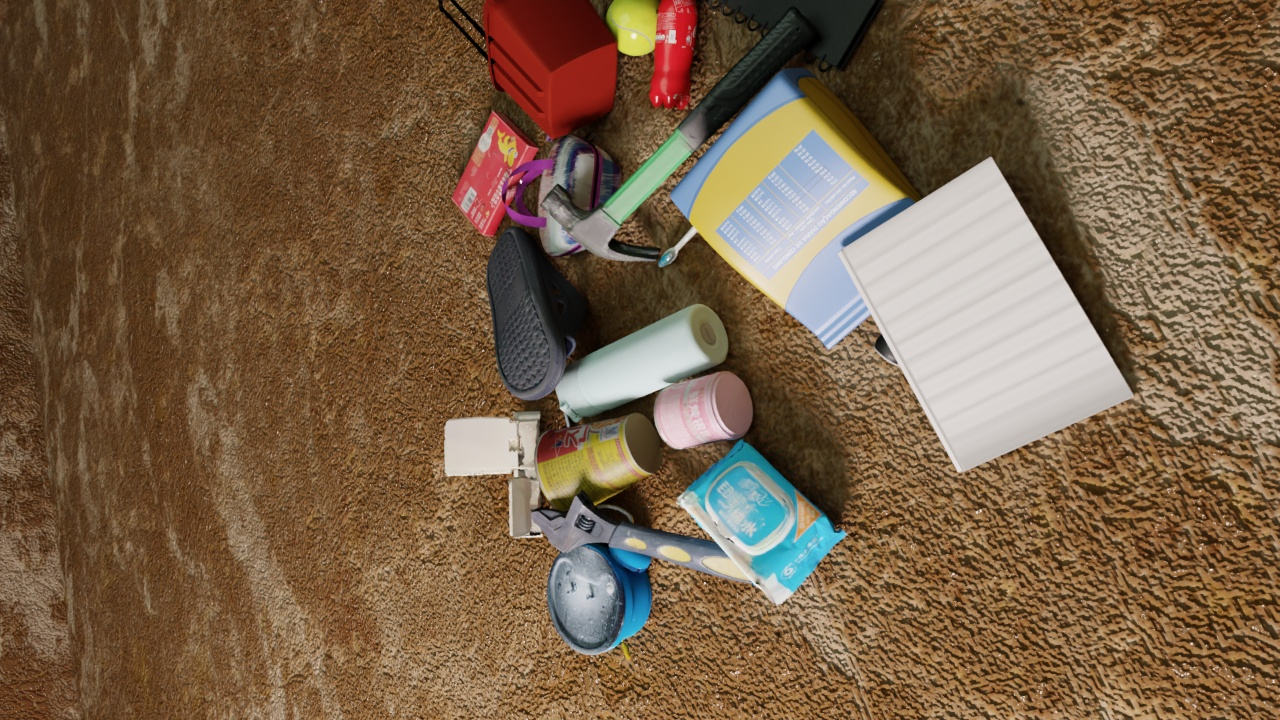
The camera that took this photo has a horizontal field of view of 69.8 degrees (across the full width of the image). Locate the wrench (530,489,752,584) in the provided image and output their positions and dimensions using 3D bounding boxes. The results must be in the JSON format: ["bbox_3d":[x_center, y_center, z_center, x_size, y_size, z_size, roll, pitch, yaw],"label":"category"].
[{"bbox_3d":[0.010,0.183,0.921,0.274,0.022,0.073,10,114,22],"label":"wrench"}]

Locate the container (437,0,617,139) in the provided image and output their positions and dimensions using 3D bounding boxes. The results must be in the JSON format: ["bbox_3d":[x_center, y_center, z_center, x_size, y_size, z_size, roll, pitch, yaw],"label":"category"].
[{"bbox_3d":[-0.120,-0.362,1.014,0.201,0.127,0.148,54,163,17],"label":"container"}]

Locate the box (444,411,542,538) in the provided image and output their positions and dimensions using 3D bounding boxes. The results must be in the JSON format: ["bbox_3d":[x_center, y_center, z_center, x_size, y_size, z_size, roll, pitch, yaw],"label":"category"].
[{"bbox_3d":[-0.157,0.127,1.023,0.101,0.186,0.145,-3,82,8],"label":"box"}]

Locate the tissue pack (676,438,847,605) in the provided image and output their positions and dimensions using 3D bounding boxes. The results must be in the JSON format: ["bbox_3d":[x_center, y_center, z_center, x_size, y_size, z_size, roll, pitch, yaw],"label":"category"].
[{"bbox_3d":[0.106,0.144,0.848,0.093,0.061,0.144,-46,55,-1],"label":"tissue pack"}]

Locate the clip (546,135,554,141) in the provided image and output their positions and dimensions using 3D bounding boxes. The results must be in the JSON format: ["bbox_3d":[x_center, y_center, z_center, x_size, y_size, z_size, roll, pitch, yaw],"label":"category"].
[{"bbox_3d":[-0.097,-0.281,1.095,0.052,0.013,0.036,-35,65,38],"label":"clip"}]

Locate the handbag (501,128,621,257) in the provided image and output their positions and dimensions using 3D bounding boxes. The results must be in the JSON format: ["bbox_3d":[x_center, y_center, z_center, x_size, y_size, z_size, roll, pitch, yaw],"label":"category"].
[{"bbox_3d":[-0.104,-0.195,1.072,0.170,0.068,0.144,13,98,48],"label":"handbag"}]

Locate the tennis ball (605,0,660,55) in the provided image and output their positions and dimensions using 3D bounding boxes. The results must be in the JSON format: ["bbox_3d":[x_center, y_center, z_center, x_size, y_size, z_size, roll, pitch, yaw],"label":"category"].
[{"bbox_3d":[-0.005,-0.360,0.980,0.065,0.065,0.065,-2,87,41],"label":"tennis ball"}]

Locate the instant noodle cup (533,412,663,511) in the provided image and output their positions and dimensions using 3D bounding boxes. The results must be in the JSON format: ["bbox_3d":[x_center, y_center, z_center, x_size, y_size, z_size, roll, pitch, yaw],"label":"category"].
[{"bbox_3d":[-0.040,0.103,0.984,0.113,0.100,0.100,-25,72,29],"label":"instant noodle cup"}]

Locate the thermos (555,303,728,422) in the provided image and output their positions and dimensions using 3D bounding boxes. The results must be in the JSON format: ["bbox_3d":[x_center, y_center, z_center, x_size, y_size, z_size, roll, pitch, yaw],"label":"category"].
[{"bbox_3d":[-0.006,0.006,0.968,0.207,0.065,0.077,-24,34,39],"label":"thermos"}]

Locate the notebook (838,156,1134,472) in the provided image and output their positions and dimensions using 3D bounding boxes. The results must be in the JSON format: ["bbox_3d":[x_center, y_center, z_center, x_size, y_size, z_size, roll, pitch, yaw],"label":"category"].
[{"bbox_3d":[0.267,-0.033,0.732,0.143,0.009,0.209,-32,78,31],"label":"notebook"}]

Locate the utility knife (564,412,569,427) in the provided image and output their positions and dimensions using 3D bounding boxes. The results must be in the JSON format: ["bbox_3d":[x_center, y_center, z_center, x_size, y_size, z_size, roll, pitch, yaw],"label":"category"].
[{"bbox_3d":[-0.075,0.103,1.061,0.022,0.015,0.158,129,130,-66],"label":"utility knife"}]

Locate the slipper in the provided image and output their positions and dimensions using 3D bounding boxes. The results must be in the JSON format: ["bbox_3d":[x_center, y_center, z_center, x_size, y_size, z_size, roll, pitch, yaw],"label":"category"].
[{"bbox_3d":[-0.118,-0.052,1.069,0.111,0.083,0.267,-54,38,29],"label":"slipper"}]

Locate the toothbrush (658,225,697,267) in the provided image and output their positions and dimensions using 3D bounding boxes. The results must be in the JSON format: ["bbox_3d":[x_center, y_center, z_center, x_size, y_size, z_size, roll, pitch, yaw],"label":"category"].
[{"bbox_3d":[0.090,-0.167,0.916,0.027,0.026,0.223,47,121,2],"label":"toothbrush"}]

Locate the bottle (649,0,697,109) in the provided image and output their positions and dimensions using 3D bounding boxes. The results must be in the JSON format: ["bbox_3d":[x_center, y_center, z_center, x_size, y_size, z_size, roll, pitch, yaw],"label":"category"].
[{"bbox_3d":[0.036,-0.334,0.950,0.042,0.041,0.142,17,107,41],"label":"bottle"}]

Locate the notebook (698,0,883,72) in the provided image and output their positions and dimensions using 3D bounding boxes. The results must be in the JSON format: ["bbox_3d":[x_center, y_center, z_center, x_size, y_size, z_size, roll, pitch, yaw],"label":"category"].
[{"bbox_3d":[0.148,-0.395,0.878,0.231,0.019,0.169,44,115,33],"label":"notebook"}]

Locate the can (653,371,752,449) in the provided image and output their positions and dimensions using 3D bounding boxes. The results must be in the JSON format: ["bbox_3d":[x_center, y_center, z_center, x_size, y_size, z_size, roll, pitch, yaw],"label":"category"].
[{"bbox_3d":[0.063,0.050,0.905,0.076,0.067,0.067,-17,77,41],"label":"can"}]

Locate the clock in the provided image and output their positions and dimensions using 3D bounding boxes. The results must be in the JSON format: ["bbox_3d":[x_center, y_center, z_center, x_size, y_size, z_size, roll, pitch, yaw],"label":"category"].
[{"bbox_3d":[-0.041,0.237,0.996,0.117,0.060,0.161,11,94,42],"label":"clock"}]

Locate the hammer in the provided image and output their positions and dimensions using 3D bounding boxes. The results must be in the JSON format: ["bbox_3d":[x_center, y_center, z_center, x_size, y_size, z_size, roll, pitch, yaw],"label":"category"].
[{"bbox_3d":[0.045,-0.217,0.910,0.130,0.032,0.320,41,120,-13],"label":"hammer"}]

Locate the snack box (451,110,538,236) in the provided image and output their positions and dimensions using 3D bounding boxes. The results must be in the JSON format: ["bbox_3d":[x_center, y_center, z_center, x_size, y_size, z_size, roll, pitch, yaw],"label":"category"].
[{"bbox_3d":[-0.187,-0.237,1.167,0.089,0.021,0.133,48,118,31],"label":"snack box"}]

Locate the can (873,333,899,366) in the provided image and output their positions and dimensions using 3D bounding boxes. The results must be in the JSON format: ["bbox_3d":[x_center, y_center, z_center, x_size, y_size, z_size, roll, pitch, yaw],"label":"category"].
[{"bbox_3d":[0.234,-0.035,0.779,0.031,0.031,0.081,49,119,32],"label":"can"}]

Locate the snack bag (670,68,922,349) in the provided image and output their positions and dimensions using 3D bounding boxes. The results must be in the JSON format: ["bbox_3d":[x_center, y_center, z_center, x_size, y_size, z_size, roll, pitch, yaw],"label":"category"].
[{"bbox_3d":[0.153,-0.132,0.819,0.205,0.102,0.159,48,121,5],"label":"snack bag"}]
